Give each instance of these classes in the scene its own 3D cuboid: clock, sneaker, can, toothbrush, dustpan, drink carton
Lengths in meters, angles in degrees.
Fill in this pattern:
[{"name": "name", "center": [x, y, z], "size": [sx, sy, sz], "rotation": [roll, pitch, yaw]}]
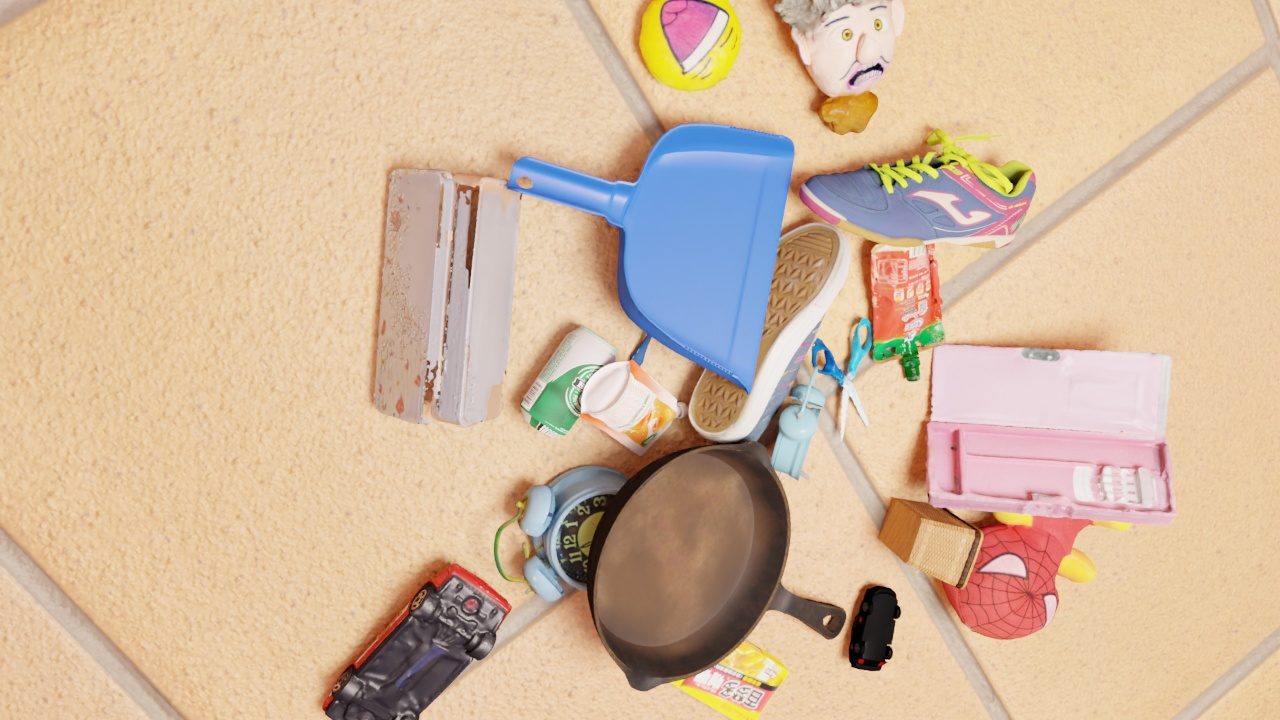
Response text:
[{"name": "clock", "center": [0.157, 0.062, 0.888], "size": [0.042, 0.087, 0.123], "rotation": [17, 119, 12]}, {"name": "sneaker", "center": [0.130, -0.021, 0.888], "size": [0.235, 0.087, 0.079], "rotation": [-60, 143, -3]}, {"name": "can", "center": [-0.066, 0.020, 0.841], "size": [0.053, 0.053, 0.101], "rotation": [35, 90, -19]}, {"name": "toothbrush", "center": [-0.005, 0.005, 0.877], "size": [0.021, 0.016, 0.132], "rotation": [22, 96, -18]}, {"name": "dustpan", "center": [0.009, -0.120, 0.812], "size": [0.257, 0.060, 0.245], "rotation": [15, 76, -10]}, {"name": "sneaker", "center": [0.269, -0.170, 0.883], "size": [0.241, 0.116, 0.091], "rotation": [1, 128, -20]}, {"name": "clock", "center": [-0.059, 0.165, 0.866], "size": [0.162, 0.060, 0.118], "rotation": [-12, 103, -16]}, {"name": "drink carton", "center": [-0.003, 0.047, 0.853], "size": [0.069, 0.039, 0.122], "rotation": [-47, 144, 1]}]

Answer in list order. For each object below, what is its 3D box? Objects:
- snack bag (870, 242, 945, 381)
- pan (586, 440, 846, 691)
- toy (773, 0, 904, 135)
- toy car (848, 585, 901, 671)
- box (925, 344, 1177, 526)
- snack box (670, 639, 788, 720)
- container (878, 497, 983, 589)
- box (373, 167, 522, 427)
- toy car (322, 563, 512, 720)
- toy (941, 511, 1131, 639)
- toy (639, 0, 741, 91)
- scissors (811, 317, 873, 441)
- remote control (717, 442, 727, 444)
[{"name": "snack bag", "center": [0.272, -0.051, 0.933], "size": [0.087, 0.044, 0.155], "rotation": [-17, 108, -17]}, {"name": "pan", "center": [0.086, 0.209, 0.893], "size": [0.355, 0.043, 0.248], "rotation": [31, 84, -37]}, {"name": "toy", "center": [0.190, -0.296, 0.847], "size": [0.132, 0.076, 0.176], "rotation": [-18, 112, -12]}, {"name": "toy car", "center": [0.249, 0.287, 0.988], "size": [0.042, 0.036, 0.091], "rotation": [14, 86, -19]}, {"name": "box", "center": [0.415, 0.075, 0.939], "size": [0.233, 0.059, 0.179], "rotation": [4, 74, 13]}, {"name": "snack box", "center": [0.075, 0.313, 0.948], "size": [0.152, 0.025, 0.075], "rotation": [36, 89, -18]}, {"name": "container", "center": [0.295, 0.183, 0.947], "size": [0.061, 0.114, 0.063], "rotation": [18, 94, -5]}, {"name": "box", "center": [-0.158, -0.054, 0.799], "size": [0.107, 0.095, 0.216], "rotation": [-1, 100, -40]}, {"name": "toy car", "center": [-0.207, 0.274, 0.847], "size": [0.081, 0.056, 0.189], "rotation": [41, 94, -17]}, {"name": "toy", "center": [0.414, 0.202, 0.985], "size": [0.147, 0.099, 0.216], "rotation": [42, 85, -4]}, {"name": "toy", "center": [0.045, -0.289, 0.823], "size": [0.094, 0.041, 0.095], "rotation": [38, 91, -15]}, {"name": "scissors", "center": [0.201, 0.023, 0.927], "size": [0.109, 0.015, 0.132], "rotation": [-4, 104, -36]}, {"name": "remote control", "center": [0.093, 0.138, 0.929], "size": [0.039, 0.010, 0.125], "rotation": [-5, 101, -15]}]
